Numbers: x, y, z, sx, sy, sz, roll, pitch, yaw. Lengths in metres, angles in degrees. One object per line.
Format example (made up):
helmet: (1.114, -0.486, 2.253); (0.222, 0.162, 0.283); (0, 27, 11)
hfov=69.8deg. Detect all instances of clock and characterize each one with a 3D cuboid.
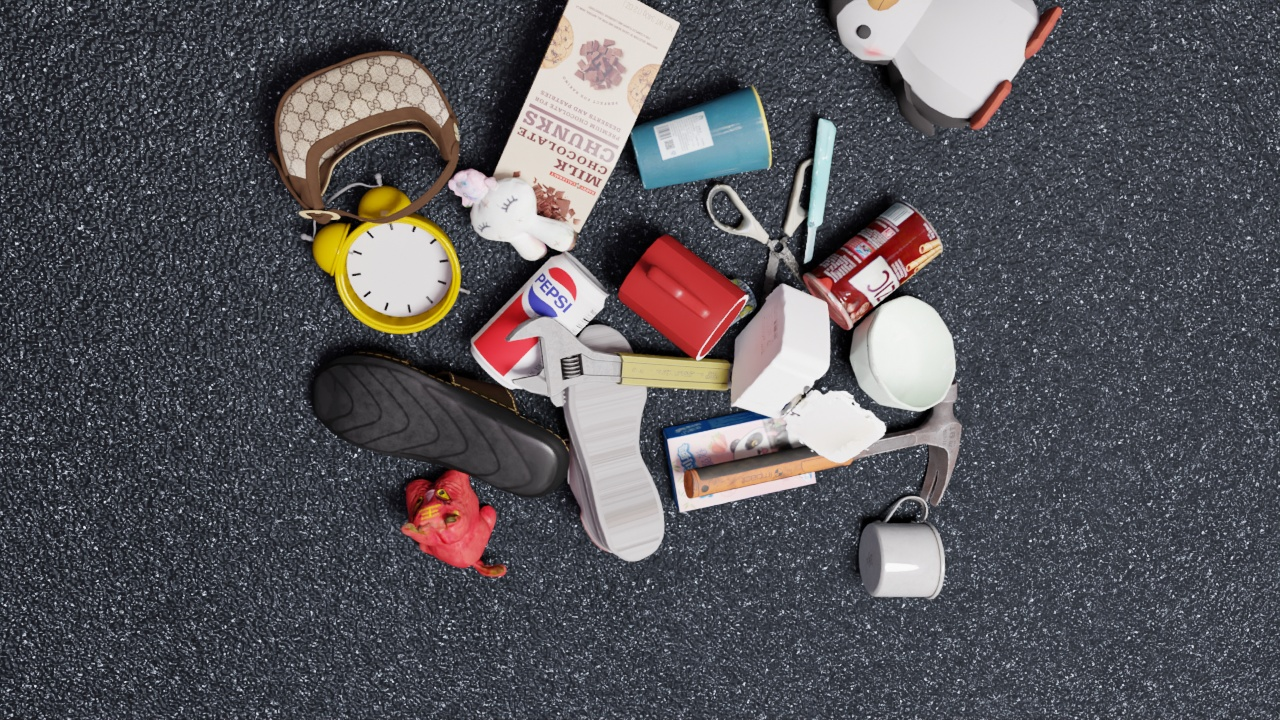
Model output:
clock: (-0.238, -0.096, 0.869); (0.113, 0.052, 0.152); (-37, 112, 5)

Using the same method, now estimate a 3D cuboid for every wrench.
wrench: (-0.005, 0.005, 0.899); (0.273, 0.018, 0.083); (3, 98, -31)

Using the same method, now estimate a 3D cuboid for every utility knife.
utility knife: (0.176, -0.166, 0.907); (0.022, 0.015, 0.141); (-4, 106, -33)

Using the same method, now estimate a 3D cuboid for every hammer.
hammer: (0.196, 0.112, 0.965); (0.314, 0.035, 0.138); (-10, 106, -16)

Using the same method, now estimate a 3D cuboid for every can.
can: (-0.098, -0.039, 0.893); (0.132, 0.070, 0.070); (-45, 107, 7)

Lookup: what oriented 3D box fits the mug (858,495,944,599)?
mug: (0.288, 0.207, 1.021); (0.070, 0.084, 0.113); (2, 73, -6)

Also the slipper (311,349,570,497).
slipper: (-0.195, 0.059, 0.908); (0.268, 0.075, 0.113); (18, 109, 4)

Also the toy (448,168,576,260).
toy: (-0.121, -0.133, 0.843); (0.122, 0.037, 0.079); (35, 141, -25)

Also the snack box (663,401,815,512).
snack box: (0.106, 0.102, 0.983); (0.154, 0.033, 0.088); (-12, 107, -4)

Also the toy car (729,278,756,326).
toy car: (0.075, -0.046, 0.933); (0.090, 0.027, 0.038); (-35, 85, 6)

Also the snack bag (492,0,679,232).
snack bag: (-0.056, -0.230, 0.840); (0.094, 0.070, 0.206); (23, 103, -14)

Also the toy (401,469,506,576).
toy: (-0.191, 0.185, 0.938); (0.088, 0.094, 0.133); (-30, 110, 2)

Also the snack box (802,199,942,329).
snack box: (0.231, -0.095, 0.915); (0.121, 0.072, 0.072); (-39, 108, 1)

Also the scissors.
scissors: (0.138, -0.132, 0.925); (0.171, 0.012, 0.157); (35, 99, -20)

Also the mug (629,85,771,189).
mug: (0.054, -0.204, 0.863); (0.121, 0.078, 0.078); (-14, 108, 1)

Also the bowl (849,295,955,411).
bowl: (0.261, -0.003, 0.946); (0.117, 0.061, 0.117); (5, 78, -28)

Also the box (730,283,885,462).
box: (0.169, 0.024, 0.895); (0.132, 0.151, 0.107); (17, 140, -13)

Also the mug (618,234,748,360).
mug: (0.039, -0.060, 0.865); (0.096, 0.116, 0.080); (39, 96, 9)

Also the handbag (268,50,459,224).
handbag: (-0.243, -0.190, 0.813); (0.166, 0.063, 0.138); (-21, 84, -1)

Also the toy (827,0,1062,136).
toy: (0.258, -0.307, 0.844); (0.184, 0.140, 0.159); (33, 100, 0)

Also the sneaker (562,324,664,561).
sneaker: (-0.042, 0.085, 0.936); (0.099, 0.090, 0.236); (-6, 84, -31)
